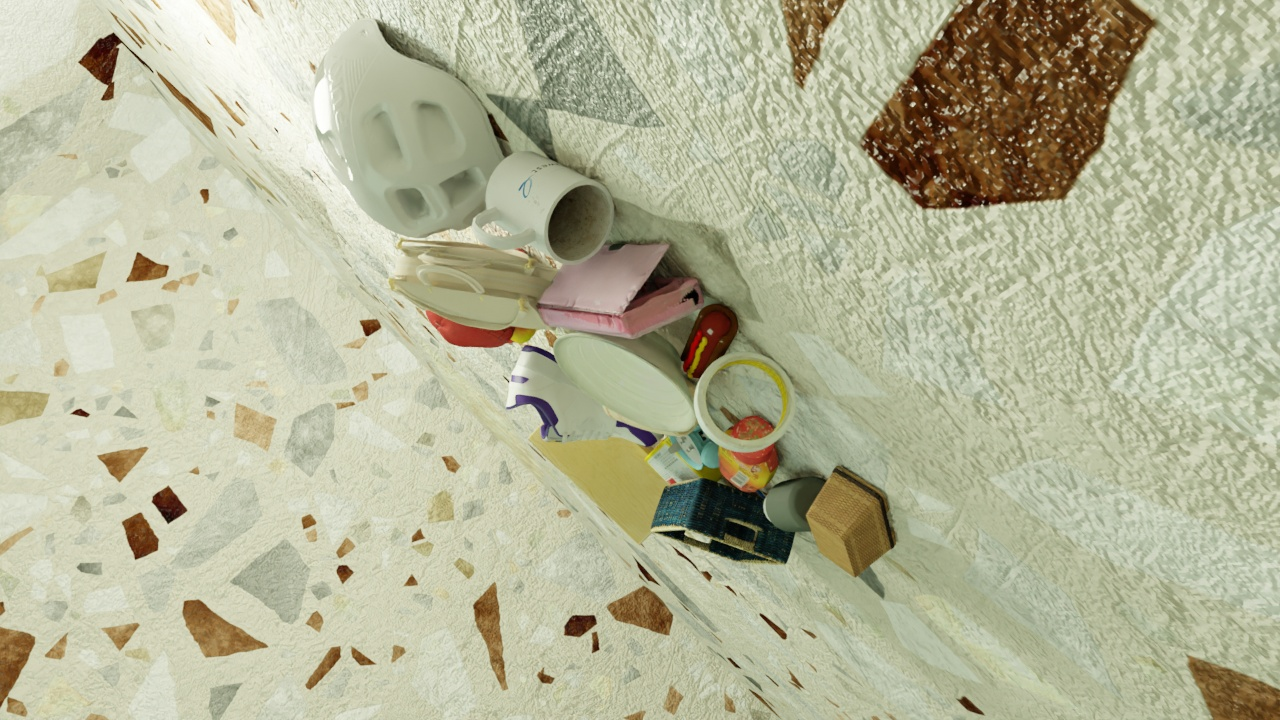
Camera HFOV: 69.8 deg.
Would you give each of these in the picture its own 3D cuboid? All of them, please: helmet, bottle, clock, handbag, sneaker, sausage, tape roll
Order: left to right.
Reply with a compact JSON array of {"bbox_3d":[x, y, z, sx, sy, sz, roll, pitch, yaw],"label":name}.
[{"bbox_3d":[-0.270,-0.263,1.045,0.224,0.183,0.282,78,165,-56],"label":"helmet"},{"bbox_3d":[-0.194,-0.094,1.066,0.195,0.101,0.198,9,177,8],"label":"handbag"},{"bbox_3d":[-0.084,0.081,1.315,0.244,0.111,0.092,30,172,-13],"label":"sneaker"},{"bbox_3d":[0.070,0.098,1.151,0.087,0.042,0.123,57,160,0],"label":"clock"},{"bbox_3d":[0.066,-0.014,0.912,0.040,0.040,0.156,43,164,8],"label":"sausage"},{"bbox_3d":[0.098,0.039,0.860,0.094,0.094,0.019,44,165,6],"label":"tape roll"},{"bbox_3d":[0.123,0.106,1.047,0.071,0.048,0.134,40,164,16],"label":"bottle"},{"bbox_3d":[0.176,0.163,1.035,0.060,0.060,0.108,46,164,0],"label":"bottle"}]

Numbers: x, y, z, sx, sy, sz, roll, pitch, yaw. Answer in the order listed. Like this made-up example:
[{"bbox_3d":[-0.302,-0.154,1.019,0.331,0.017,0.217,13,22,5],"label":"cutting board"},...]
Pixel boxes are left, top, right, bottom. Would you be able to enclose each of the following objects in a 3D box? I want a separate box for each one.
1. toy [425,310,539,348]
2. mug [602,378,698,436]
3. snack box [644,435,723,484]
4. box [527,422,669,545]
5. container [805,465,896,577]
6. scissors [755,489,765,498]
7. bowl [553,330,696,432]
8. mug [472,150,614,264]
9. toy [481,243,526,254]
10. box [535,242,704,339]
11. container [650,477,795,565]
[{"bbox_3d":[-0.218,-0.071,1.279,0.147,0.099,0.216,37,-167,10],"label":"toy"},{"bbox_3d":[0.019,0.034,1.101,0.104,0.085,0.112,21,123,40],"label":"mug"},{"bbox_3d":[0.064,0.148,1.321,0.092,0.042,0.201,44,165,4],"label":"snack box"},{"bbox_3d":[-0.049,0.168,1.496,0.248,0.142,0.179,45,175,4],"label":"box"},{"bbox_3d":[0.216,0.171,0.949,0.063,0.061,0.114,33,160,39],"label":"container"},{"bbox_3d":[0.116,0.132,1.196,0.109,0.018,0.131,35,160,42],"label":"scissors"},{"bbox_3d":[-0.006,0.006,1.008,0.177,0.057,0.177,25,156,12],"label":"bowl"},{"bbox_3d":[-0.102,-0.140,0.878,0.096,0.119,0.083,33,144,39],"label":"mug"},{"bbox_3d":[-0.162,-0.112,1.224,0.133,0.062,0.092,36,-171,-40],"label":"toy"},{"bbox_3d":[-0.036,-0.078,0.934,0.233,0.099,0.080,14,124,65],"label":"box"},{"bbox_3d":[0.108,0.215,1.224,0.145,0.071,0.188,21,165,-9],"label":"container"}]
